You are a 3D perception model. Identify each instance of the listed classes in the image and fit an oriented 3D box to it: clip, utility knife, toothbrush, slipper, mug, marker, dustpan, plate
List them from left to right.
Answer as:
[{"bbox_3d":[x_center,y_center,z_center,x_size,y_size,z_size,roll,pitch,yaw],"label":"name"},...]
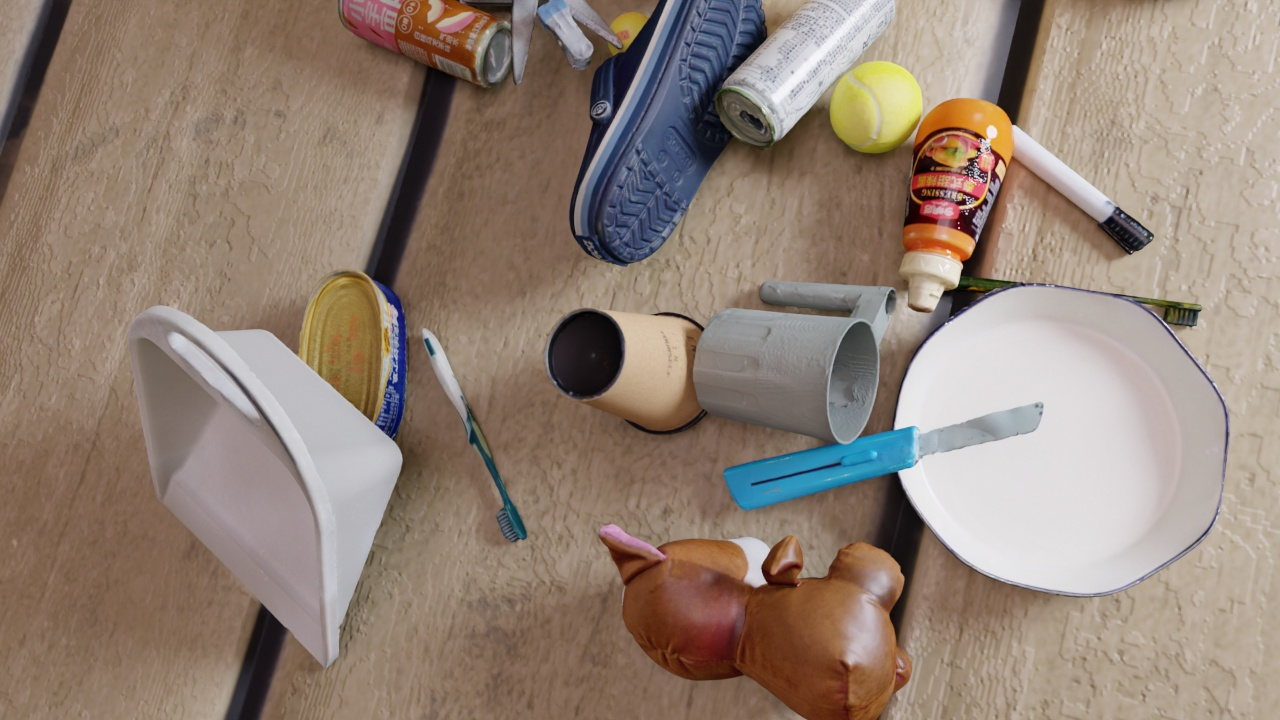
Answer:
[{"bbox_3d":[-0.293,0.085,0.652,0.223,0.142,0.258,38,109,16],"label":"dustpan"},{"bbox_3d":[-0.136,0.057,0.725,0.018,0.016,0.191,-32,75,17],"label":"toothbrush"},{"bbox_3d":[-0.056,-0.248,0.697,0.025,0.036,0.058,-29,81,-10],"label":"clip"},{"bbox_3d":[0.013,-0.190,0.695,0.095,0.105,0.252,18,81,38],"label":"slipper"},{"bbox_3d":[0.109,-0.007,0.639,0.103,0.084,0.123,8,54,35],"label":"mug"},{"bbox_3d":[0.156,0.063,0.616,0.224,0.018,0.034,-19,67,30],"label":"utility knife"},{"bbox_3d":[0.275,0.052,0.616,0.205,0.045,0.204,-2,79,13],"label":"plate"},{"bbox_3d":[0.291,-0.044,0.645,0.186,0.012,0.017,9,93,14],"label":"toothbrush"},{"bbox_3d":[0.305,-0.123,0.652,0.130,0.018,0.023,44,101,16],"label":"marker"}]

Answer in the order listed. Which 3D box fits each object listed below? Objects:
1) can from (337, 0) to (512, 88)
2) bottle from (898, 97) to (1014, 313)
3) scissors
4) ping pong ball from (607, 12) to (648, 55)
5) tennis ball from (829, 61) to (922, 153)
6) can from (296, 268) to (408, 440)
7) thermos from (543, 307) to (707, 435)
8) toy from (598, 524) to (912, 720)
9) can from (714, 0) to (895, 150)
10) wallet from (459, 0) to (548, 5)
[{"bbox_3d":[-0.179,-0.279,0.769,0.147,0.058,0.058,26,87,16],"label":"can"},{"bbox_3d":[0.214,-0.105,0.643,0.067,0.066,0.149,15,83,15],"label":"bottle"},{"bbox_3d":[-0.098,-0.327,0.736,0.232,0.022,0.220,21,79,8],"label":"scissors"},{"bbox_3d":[-0.006,-0.258,0.735,0.040,0.040,0.040,-2,80,13],"label":"ping pong ball"},{"bbox_3d":[0.171,-0.184,0.668,0.065,0.065,0.065,-2,80,13],"label":"tennis ball"},{"bbox_3d":[-0.230,0.003,0.738,0.075,0.049,0.148,-4,80,13],"label":"can"},{"bbox_3d":[-0.004,0.004,0.644,0.093,0.143,0.093,-4,81,26],"label":"thermos"},{"bbox_3d":[0.073,0.164,0.608,0.200,0.130,0.140,1,119,24],"label":"toy"},{"bbox_3d":[0.121,-0.223,0.673,0.058,0.058,0.146,39,76,16],"label":"can"},{"bbox_3d":[-0.103,-0.362,0.778,0.106,0.037,0.129,0,80,2],"label":"wallet"}]
